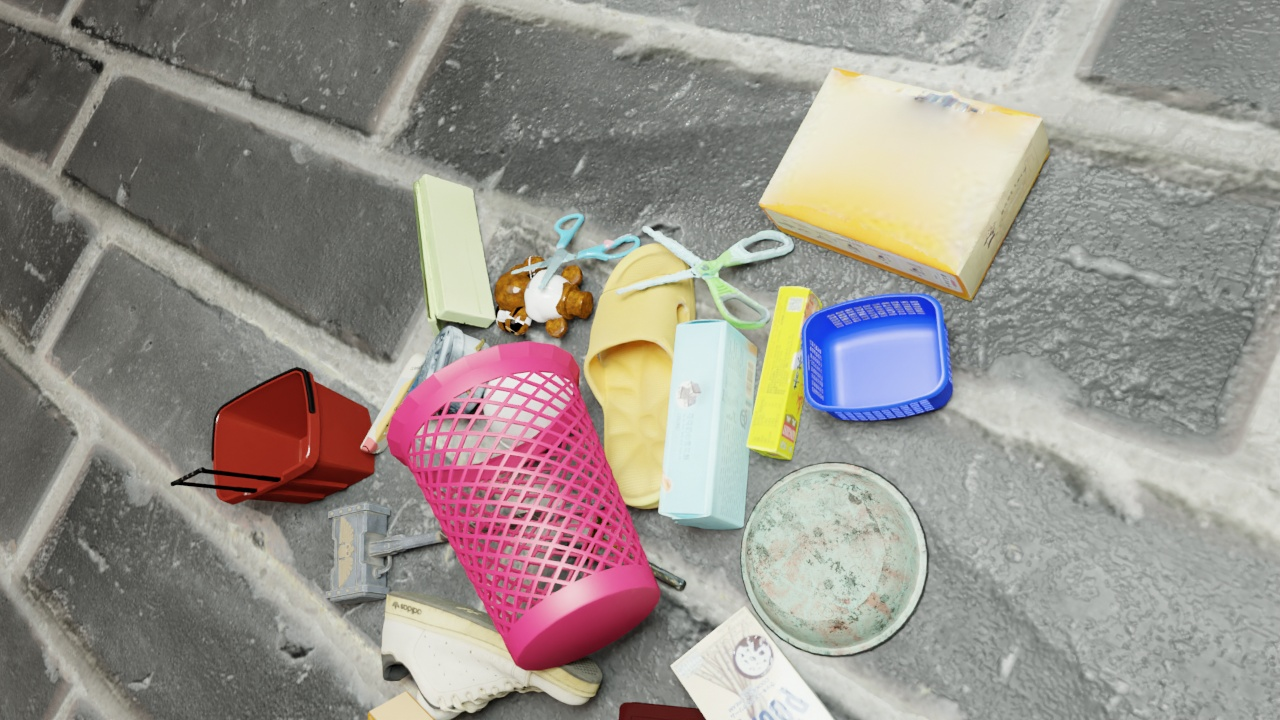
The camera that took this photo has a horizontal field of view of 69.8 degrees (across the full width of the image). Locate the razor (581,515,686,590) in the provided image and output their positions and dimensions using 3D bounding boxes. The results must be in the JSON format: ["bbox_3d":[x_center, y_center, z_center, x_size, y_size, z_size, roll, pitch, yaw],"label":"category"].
[{"bbox_3d":[-0.005,0.180,0.829,0.106,0.026,0.042,22,83,29],"label":"razor"}]

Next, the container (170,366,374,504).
[{"bbox_3d":[-0.397,0.084,0.976,0.148,0.200,0.127,-24,63,20],"label":"container"}]

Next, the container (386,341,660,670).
[{"bbox_3d":[-0.089,0.129,0.779,0.183,0.183,0.225,-38,60,13],"label":"container"}]

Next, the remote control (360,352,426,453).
[{"bbox_3d":[-0.268,0.048,1.012,0.018,0.038,0.125,29,89,12],"label":"remote control"}]

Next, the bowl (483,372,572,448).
[{"bbox_3d":[-0.123,0.035,0.933,0.110,0.040,0.109,-10,68,26],"label":"bowl"}]

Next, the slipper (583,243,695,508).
[{"bbox_3d":[-0.005,0.005,0.857,0.100,0.078,0.263,-13,67,28],"label":"slipper"}]

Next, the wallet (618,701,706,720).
[{"bbox_3d":[0.034,0.334,0.757,0.116,0.018,0.091,-5,70,26],"label":"wallet"}]

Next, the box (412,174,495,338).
[{"bbox_3d":[-0.219,-0.117,1.023,0.089,0.077,0.187,-23,62,22],"label":"box"}]

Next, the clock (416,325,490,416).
[{"bbox_3d":[-0.202,0.015,0.966,0.130,0.052,0.090,-15,58,55],"label":"clock"}]

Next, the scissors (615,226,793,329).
[{"bbox_3d":[0.065,-0.086,0.850,0.168,0.023,0.171,-39,59,-13],"label":"scissors"}]

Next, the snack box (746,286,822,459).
[{"bbox_3d":[0.127,0.011,0.801,0.029,0.040,0.148,6,77,31],"label":"snack box"}]

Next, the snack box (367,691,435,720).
[{"bbox_3d":[-0.205,0.379,0.825,0.088,0.040,0.126,29,121,33],"label":"snack box"}]

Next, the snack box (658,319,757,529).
[{"bbox_3d":[0.061,0.057,0.802,0.053,0.075,0.174,-3,72,27],"label":"snack box"}]

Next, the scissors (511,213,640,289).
[{"bbox_3d":[-0.074,-0.119,0.947,0.136,0.015,0.125,-14,42,-14],"label":"scissors"}]

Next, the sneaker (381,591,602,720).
[{"bbox_3d":[-0.151,0.284,0.835,0.242,0.089,0.102,9,76,33],"label":"sneaker"}]

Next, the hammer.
[{"bbox_3d":[-0.178,0.172,0.921,0.323,0.044,0.098,-15,66,22],"label":"hammer"}]

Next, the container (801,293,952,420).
[{"bbox_3d":[0.197,0.001,0.754,0.114,0.058,0.096,-9,69,27],"label":"container"}]

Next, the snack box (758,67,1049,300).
[{"bbox_3d":[0.219,-0.159,0.783,0.195,0.080,0.145,27,88,34],"label":"snack box"}]

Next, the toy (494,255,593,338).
[{"bbox_3d":[-0.102,-0.064,0.948,0.113,0.067,0.087,12,79,23],"label":"toy"}]

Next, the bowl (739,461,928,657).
[{"bbox_3d":[0.148,0.156,0.740,0.158,0.038,0.157,-10,68,26],"label":"bowl"}]

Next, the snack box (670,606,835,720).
[{"bbox_3d":[0.099,0.279,0.725,0.082,0.026,0.150,-40,57,-1],"label":"snack box"}]
